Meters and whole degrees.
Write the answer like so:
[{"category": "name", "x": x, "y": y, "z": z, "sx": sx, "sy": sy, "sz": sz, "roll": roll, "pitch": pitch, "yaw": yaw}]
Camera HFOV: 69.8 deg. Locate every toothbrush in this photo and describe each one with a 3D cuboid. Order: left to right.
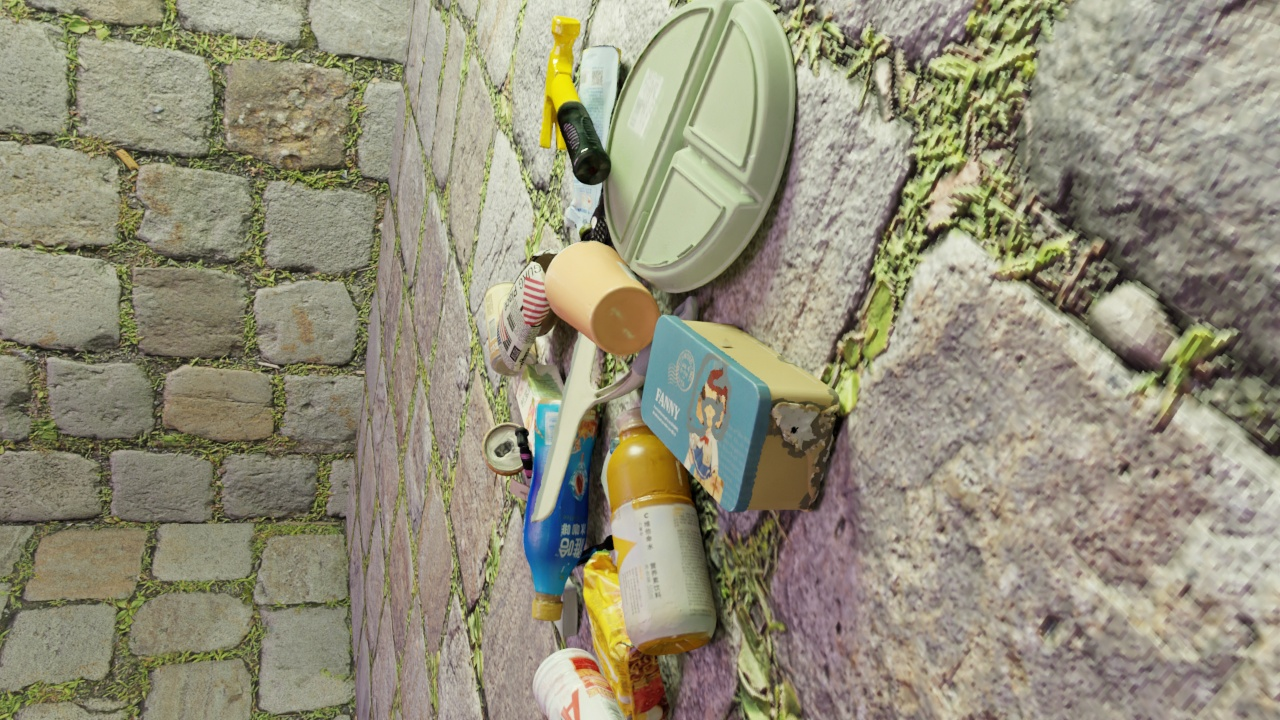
[{"category": "toothbrush", "x": -0.121, "y": 0.105, "z": 0.975, "sx": 0.189, "sy": 0.014, "sz": 0.017, "roll": 100, "pitch": 166, "yaw": -68}, {"category": "toothbrush", "x": -0.048, "y": 0.195, "z": 0.922, "sx": 0.190, "sy": 0.016, "sz": 0.014, "roll": 135, "pitch": 129, "yaw": -62}]

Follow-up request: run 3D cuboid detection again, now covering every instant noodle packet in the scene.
[{"category": "instant noodle packet", "x": -0.015, "y": 0.238, "z": 0.771, "sx": 0.128, "sy": 0.044, "sz": 0.111, "roll": -129, "pitch": 31, "yaw": -61}]

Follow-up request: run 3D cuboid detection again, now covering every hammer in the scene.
[{"category": "hammer", "x": -0.064, "y": -0.230, "z": 0.862, "sx": 0.300, "sy": 0.033, "sz": 0.129, "roll": -109, "pitch": 25, "yaw": -58}]

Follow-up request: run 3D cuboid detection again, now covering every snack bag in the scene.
[{"category": "snack bag", "x": -0.050, "y": -0.222, "z": 0.948, "sx": 0.110, "sy": 0.038, "sz": 0.191, "roll": -155, "pitch": 69, "yaw": -63}]

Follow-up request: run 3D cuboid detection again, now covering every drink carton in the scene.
[{"category": "drink carton", "x": -0.103, "y": 0.060, "z": 1.024, "sx": 0.122, "sy": 0.045, "sz": 0.054, "roll": -114, "pitch": 36, "yaw": -48}]

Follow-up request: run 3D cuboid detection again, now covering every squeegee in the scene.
[{"category": "squeegee", "x": -0.005, "y": 0.005, "z": 0.808, "sx": 0.247, "sy": 0.039, "sz": 0.245, "roll": -39, "pitch": 33, "yaw": 53}]

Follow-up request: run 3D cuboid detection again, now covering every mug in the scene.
[{"category": "mug", "x": -0.029, "y": -0.050, "z": 0.773, "sx": 0.123, "sy": 0.078, "sz": 0.078, "roll": -135, "pitch": 52, "yaw": -63}]

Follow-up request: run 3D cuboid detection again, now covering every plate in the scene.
[{"category": "plate", "x": 0.033, "y": -0.167, "z": 0.704, "sx": 0.231, "sy": 0.027, "sz": 0.230, "roll": -17, "pitch": 70, "yaw": 55}]

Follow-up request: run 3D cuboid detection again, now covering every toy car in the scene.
[{"category": "toy car", "x": -0.020, "y": -0.128, "z": 0.850, "sx": 0.159, "sy": 0.042, "sz": 0.070, "roll": -57, "pitch": 40, "yaw": 41}]

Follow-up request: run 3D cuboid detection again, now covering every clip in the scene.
[{"category": "clip", "x": -0.113, "y": 0.156, "z": 1.042, "sx": 0.100, "sy": 0.072, "sz": 0.035, "roll": -148, "pitch": 63, "yaw": -62}]

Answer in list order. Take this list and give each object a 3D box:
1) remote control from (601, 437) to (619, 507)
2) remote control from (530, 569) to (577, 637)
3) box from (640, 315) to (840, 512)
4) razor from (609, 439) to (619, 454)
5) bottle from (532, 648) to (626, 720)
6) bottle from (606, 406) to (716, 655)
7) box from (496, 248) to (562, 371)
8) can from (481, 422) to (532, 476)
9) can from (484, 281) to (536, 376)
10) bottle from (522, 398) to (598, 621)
[{"category": "remote control", "x": -0.006, "y": 0.136, "z": 0.812, "sx": 0.150, "sy": 0.021, "sz": 0.058, "roll": -113, "pitch": 34, "yaw": -48}, {"category": "remote control", "x": -0.097, "y": 0.249, "z": 1.012, "sx": 0.135, "sy": 0.019, "sz": 0.056, "roll": -145, "pitch": 54, "yaw": -64}, {"category": "box", "x": 0.058, "y": 0.029, "z": 0.621, "sx": 0.184, "sy": 0.062, "sz": 0.090, "roll": -143, "pitch": 60, "yaw": -62}, {"category": "razor", "x": -0.004, "y": 0.129, "z": 0.765, "sx": 0.022, "sy": 0.043, "sz": 0.142, "roll": 67, "pitch": -162, "yaw": -52}, {"category": "bottle", "x": -0.034, "y": 0.332, "z": 0.801, "sx": 0.197, "sy": 0.068, "sz": 0.068, "roll": 35, "pitch": 119, "yaw": 60}, {"category": "bottle", "x": 0.011, "y": 0.127, "z": 0.711, "sx": 0.068, "sy": 0.068, "sz": 0.189, "roll": 125, "pitch": 142, "yaw": -52}, {"category": "box", "x": -0.116, "y": -0.052, "z": 1.028, "sx": 0.163, "sy": 0.075, "sz": 0.086, "roll": 128, "pitch": 147, "yaw": -52}, {"category": "can", "x": -0.159, "y": 0.108, "z": 1.096, "sx": 0.146, "sy": 0.058, "sz": 0.058, "roll": 134, "pitch": 137, "yaw": -78}, {"category": "can", "x": -0.168, "y": -0.040, "z": 1.181, "sx": 0.059, "sy": 0.058, "sz": 0.116, "roll": 121, "pitch": 145, "yaw": -48}, {"category": "bottle", "x": -0.083, "y": 0.149, "z": 0.923, "sx": 0.065, "sy": 0.065, "sz": 0.218, "roll": 172, "pitch": 103, "yaw": -67}]
